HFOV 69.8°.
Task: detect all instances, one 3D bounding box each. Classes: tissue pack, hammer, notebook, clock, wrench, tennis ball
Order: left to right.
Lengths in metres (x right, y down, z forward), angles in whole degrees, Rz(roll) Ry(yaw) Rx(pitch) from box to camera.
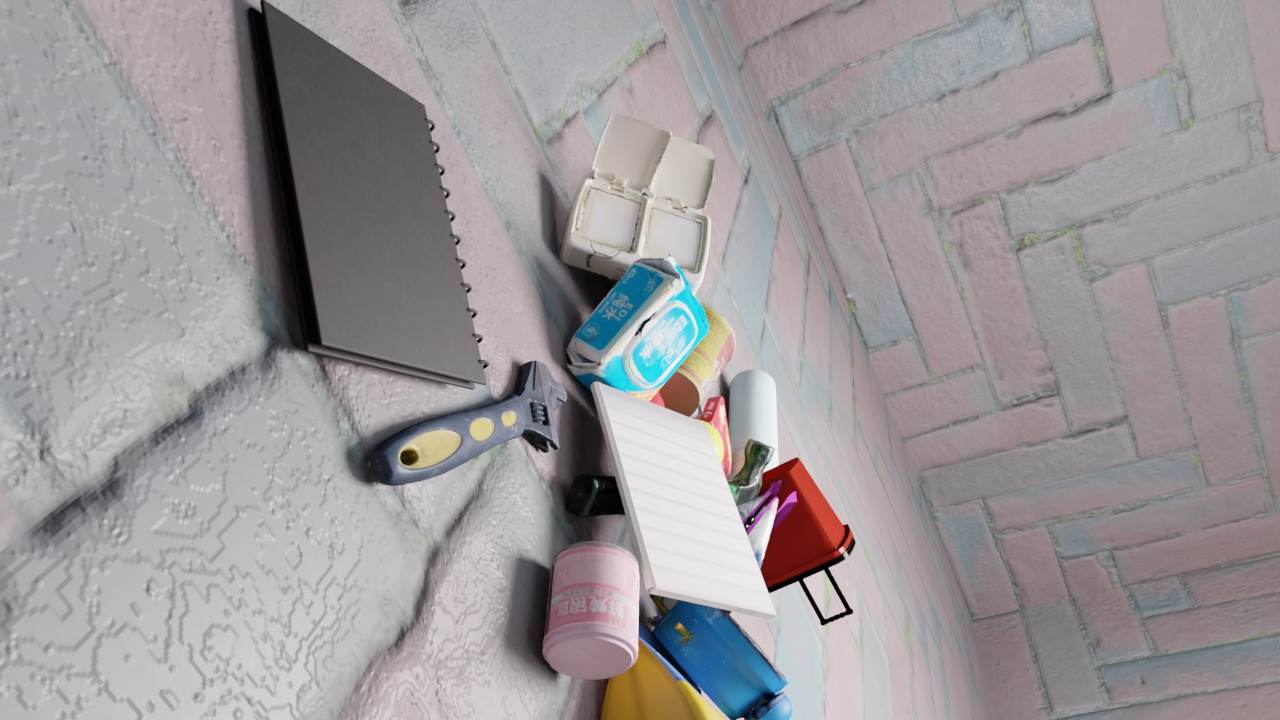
[{"bbox_3d":[-0.173,-0.100,0.608,0.169,0.019,0.231,21,50,-64],"label":"notebook"},{"bbox_3d":[-0.107,0.045,0.656,0.073,0.022,0.272,71,20,0],"label":"wrench"},{"bbox_3d":[0.002,-0.024,0.859,0.062,0.144,0.093,29,-15,43],"label":"tissue pack"},{"bbox_3d":[0.033,0.130,0.871,0.318,0.032,0.130,14,99,-58],"label":"hammer"},{"bbox_3d":[0.034,0.117,0.788,0.142,0.009,0.209,23,35,-37],"label":"notebook"},{"bbox_3d":[0.056,0.095,0.975,0.065,0.065,0.065,52,27,-42],"label":"tennis ball"},{"bbox_3d":[0.076,0.261,0.779,0.161,0.060,0.117,51,-10,-7],"label":"clock"}]

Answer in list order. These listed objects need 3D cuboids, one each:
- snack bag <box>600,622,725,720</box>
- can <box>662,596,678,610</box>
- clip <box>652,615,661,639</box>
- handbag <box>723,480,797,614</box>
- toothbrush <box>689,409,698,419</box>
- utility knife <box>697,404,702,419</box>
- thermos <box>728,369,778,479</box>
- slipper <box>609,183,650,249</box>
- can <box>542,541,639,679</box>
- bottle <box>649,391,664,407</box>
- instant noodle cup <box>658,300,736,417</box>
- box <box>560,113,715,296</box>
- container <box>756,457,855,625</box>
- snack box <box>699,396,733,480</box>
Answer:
[{"bbox_3d":[0.037,0.307,0.709,0.159,0.102,0.205,55,11,-38],"label":"snack bag"},{"bbox_3d":[0.051,0.252,0.872,0.080,0.032,0.031,60,23,-27],"label":"can"},{"bbox_3d":[0.026,0.250,0.838,0.052,0.013,0.036,52,26,-36],"label":"clip"},{"bbox_3d":[0.110,0.173,0.921,0.068,0.145,0.169,37,35,16],"label":"handbag"},{"bbox_3d":[0.053,0.061,1.059,0.027,0.027,0.222,84,2,-55],"label":"toothbrush"},{"bbox_3d":[0.068,0.060,1.120,0.022,0.015,0.158,31,47,-70],"label":"utility knife"},{"bbox_3d":[0.149,0.098,1.214,0.206,0.065,0.078,-81,-174,-52],"label":"thermos"},{"bbox_3d":[0.014,-0.133,1.012,0.111,0.083,0.267,52,17,-38],"label":"slipper"},{"bbox_3d":[-0.034,0.180,0.661,0.067,0.067,0.076,54,25,-38],"label":"can"},{"bbox_3d":[-0.006,0.005,0.929,0.042,0.042,0.141,30,44,-61],"label":"bottle"},{"bbox_3d":[0.045,0.007,1.001,0.100,0.101,0.112,61,31,-26],"label":"instant noodle cup"},{"bbox_3d":[0.010,-0.165,0.906,0.101,0.145,0.186,134,-32,-70],"label":"box"},{"bbox_3d":[0.175,0.228,1.049,0.201,0.148,0.127,63,17,3],"label":"container"},{"bbox_3d":[0.088,0.100,1.073,0.132,0.021,0.089,-49,130,-76],"label":"snack box"}]
